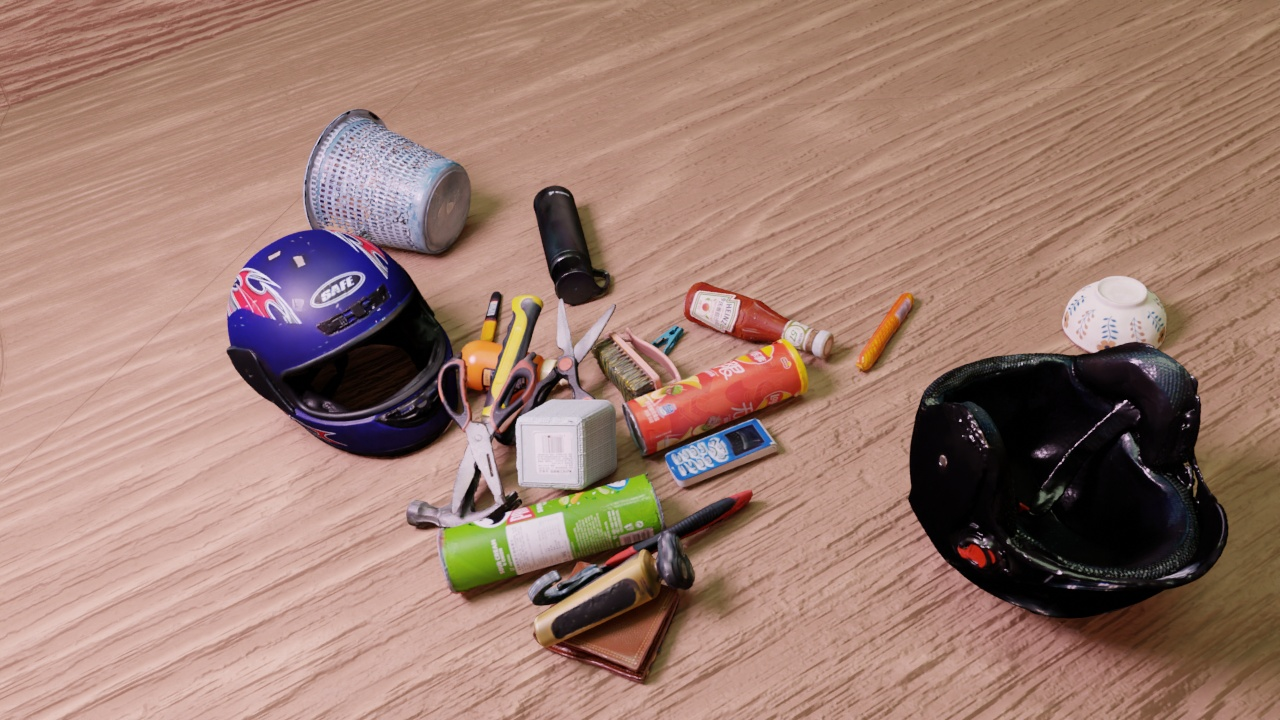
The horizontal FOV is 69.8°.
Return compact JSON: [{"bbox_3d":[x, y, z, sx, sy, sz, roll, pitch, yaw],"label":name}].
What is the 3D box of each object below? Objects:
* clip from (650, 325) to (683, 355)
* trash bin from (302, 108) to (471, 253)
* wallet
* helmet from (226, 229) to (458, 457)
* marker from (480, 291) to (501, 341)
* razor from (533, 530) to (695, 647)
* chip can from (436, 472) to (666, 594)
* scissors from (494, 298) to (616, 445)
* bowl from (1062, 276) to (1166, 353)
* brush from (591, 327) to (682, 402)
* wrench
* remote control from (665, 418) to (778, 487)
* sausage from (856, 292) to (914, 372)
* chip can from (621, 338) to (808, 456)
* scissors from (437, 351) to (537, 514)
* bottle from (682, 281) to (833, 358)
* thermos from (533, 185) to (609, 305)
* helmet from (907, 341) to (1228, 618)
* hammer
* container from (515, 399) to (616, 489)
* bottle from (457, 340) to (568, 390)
[{"bbox_3d":[0.037,-0.028,1.231,0.038,0.013,0.055,21,50,32],"label":"clip"},{"bbox_3d":[-0.392,-0.268,1.479,0.195,0.227,0.225,20,49,15],"label":"trash bin"},{"bbox_3d":[-0.032,0.256,0.916,0.125,0.032,0.101,11,43,24],"label":"wallet"},{"bbox_3d":[-0.387,-0.039,1.178,0.316,0.241,0.246,28,56,36],"label":"helmet"},{"bbox_3d":[-0.216,-0.063,1.334,0.018,0.015,0.123,-6,39,5],"label":"marker"},{"bbox_3d":[-0.025,0.226,0.886,0.167,0.062,0.068,-25,9,-13],"label":"razor"},{"bbox_3d":[-0.093,0.184,0.980,0.236,0.072,0.072,-15,41,-4],"label":"chip can"},{"bbox_3d":[-0.093,0.029,1.142,0.221,0.022,0.229,-37,58,-1],"label":"scissors"},{"bbox_3d":[0.573,-0.061,1.102,0.113,0.062,0.113,-6,41,5],"label":"bowl"},{"bbox_3d":[-0.007,0.007,1.167,0.073,0.063,0.145,-29,42,-13],"label":"brush"},{"bbox_3d":[0.007,0.190,0.942,0.272,0.056,0.016,-19,56,-29],"label":"wrench"},{"bbox_3d":[0.093,0.107,1.056,0.125,0.024,0.049,-21,42,-8],"label":"remote control"},{"bbox_3d":[0.312,-0.038,1.169,0.021,0.021,0.164,19,49,31],"label":"sausage"},{"bbox_3d":[0.088,0.043,1.095,0.216,0.073,0.073,-21,42,-9],"label":"chip can"},{"bbox_3d":[-0.187,0.071,1.079,0.189,0.015,0.225,27,67,27],"label":"scissors"},{"bbox_3d":[0.152,-0.050,1.193,0.206,0.060,0.059,22,51,31],"label":"bottle"},{"bbox_3d":[-0.107,-0.176,1.405,0.090,0.069,0.242,11,37,-24],"label":"thermos"},{"bbox_3d":[0.368,0.115,0.827,0.233,0.231,0.274,-16,48,-14],"label":"helmet"},{"bbox_3d":[-0.173,0.058,1.114,0.126,0.032,0.322,5,59,16],"label":"hammer"},{"bbox_3d":[-0.084,0.095,1.027,0.090,0.090,0.111,0,5,14],"label":"container"},{"bbox_3d":[-0.161,0.013,1.203,0.149,0.067,0.066,8,44,11],"label":"bottle"}]
